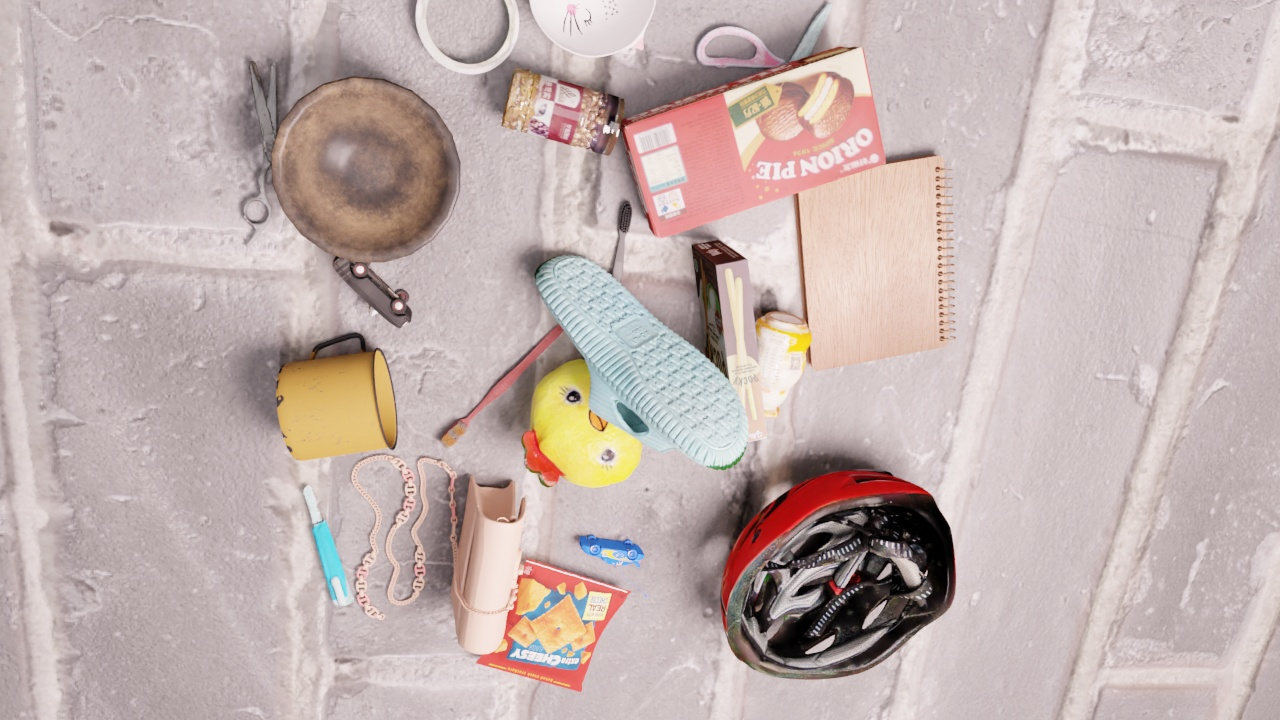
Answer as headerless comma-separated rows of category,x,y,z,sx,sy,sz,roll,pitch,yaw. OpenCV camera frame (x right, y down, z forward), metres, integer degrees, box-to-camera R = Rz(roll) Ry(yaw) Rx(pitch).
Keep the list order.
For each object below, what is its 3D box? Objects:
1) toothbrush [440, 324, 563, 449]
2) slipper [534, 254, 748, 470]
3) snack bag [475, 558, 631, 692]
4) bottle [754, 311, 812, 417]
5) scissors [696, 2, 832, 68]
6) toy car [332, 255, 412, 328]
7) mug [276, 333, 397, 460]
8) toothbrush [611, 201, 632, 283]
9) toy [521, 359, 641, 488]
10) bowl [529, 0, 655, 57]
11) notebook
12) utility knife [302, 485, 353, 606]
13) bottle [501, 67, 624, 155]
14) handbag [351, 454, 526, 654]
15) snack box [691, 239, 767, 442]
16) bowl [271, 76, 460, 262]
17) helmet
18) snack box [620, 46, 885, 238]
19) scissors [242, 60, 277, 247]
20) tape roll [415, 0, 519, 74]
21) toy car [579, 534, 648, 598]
toothbrush,-0.142,0.025,0.956,0.184,0.015,0.015,-45,104,4
slipper,-0.005,0.005,0.889,0.276,0.115,0.070,46,135,15
snack bag,-0.098,0.302,1.044,0.130,0.039,0.144,22,104,-17
bottle,0.143,0.005,0.976,0.063,0.063,0.109,7,110,-12
scissors,0.129,-0.281,0.902,0.175,0.013,0.171,25,104,-16
toy car,-0.261,-0.069,0.888,0.037,0.040,0.092,-41,112,5
mug,-0.296,0.033,0.894,0.094,0.101,0.123,-8,69,-6
toothbrush,-0.025,-0.080,0.944,0.013,0.013,0.167,5,110,-12
toy,-0.031,0.053,0.948,0.207,0.092,0.134,-28,94,-10
bowl,-0.046,-0.335,0.832,0.114,0.050,0.115,-3,109,-9
notebook,0.254,-0.103,0.981,0.169,0.022,0.210,-10,110,-5
utility knife,-0.333,0.198,0.979,0.022,0.015,0.149,-13,111,-15
bottle,-0.073,-0.232,0.859,0.105,0.056,0.056,13,105,-14
handbag,-0.217,0.216,0.952,0.187,0.116,0.199,8,107,-13
snack box,0.090,-0.021,0.936,0.031,0.101,0.186,-11,110,-7
bowl,-0.247,-0.174,0.835,0.162,0.070,0.162,-4,108,-14
helmet,0.207,0.231,1.006,0.272,0.167,0.217,-34,111,2
snack box,0.107,-0.210,0.882,0.236,0.060,0.113,-19,111,0
scissors,-0.351,-0.188,0.847,0.120,0.014,0.160,-27,114,-1
tape roll,-0.158,-0.311,0.838,0.093,0.018,0.094,-3,109,-9
toy car,-0.029,0.235,1.035,0.092,0.033,0.062,10,99,-13
